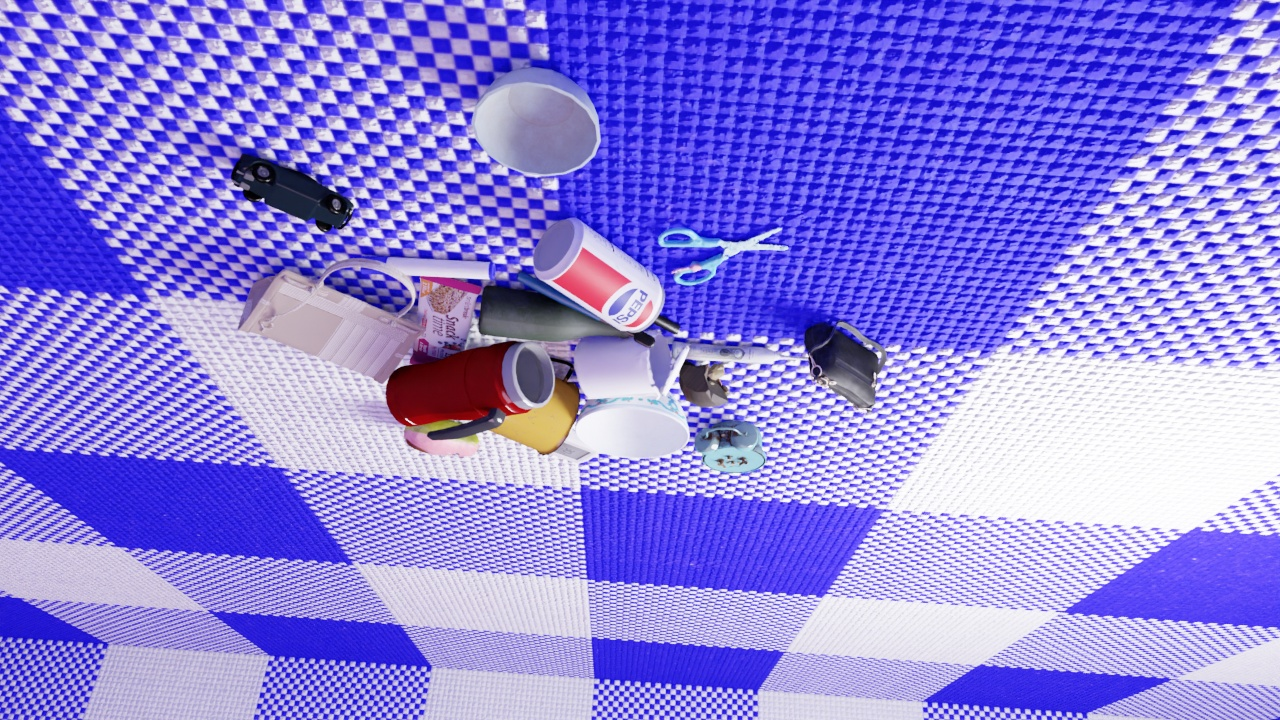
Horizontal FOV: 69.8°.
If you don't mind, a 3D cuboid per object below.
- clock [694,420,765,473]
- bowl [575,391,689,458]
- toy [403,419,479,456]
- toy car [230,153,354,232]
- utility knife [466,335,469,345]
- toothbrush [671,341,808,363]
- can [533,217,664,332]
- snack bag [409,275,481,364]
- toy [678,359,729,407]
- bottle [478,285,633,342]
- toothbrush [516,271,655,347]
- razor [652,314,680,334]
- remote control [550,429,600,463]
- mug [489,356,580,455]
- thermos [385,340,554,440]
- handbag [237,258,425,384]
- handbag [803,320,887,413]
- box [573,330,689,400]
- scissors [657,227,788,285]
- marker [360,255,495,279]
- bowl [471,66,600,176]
[{"bbox_3d":[0.125,0.116,1.270,0.090,0.053,0.124,-8,148,17],"label":"clock"},{"bbox_3d":[-0.008,0.062,1.173,0.144,0.074,0.144,3,150,2],"label":"bowl"},{"bbox_3d":[-0.281,0.109,1.307,0.110,0.051,0.090,11,164,-24],"label":"toy"},{"bbox_3d":[-0.331,-0.161,0.876,0.112,0.034,0.046,23,144,-27],"label":"toy car"},{"bbox_3d":[-0.245,0.024,1.195,0.030,0.019,0.224,8,151,-16],"label":"utility knife"},{"bbox_3d":[0.130,-0.006,1.093,0.185,0.022,0.024,5,168,2],"label":"toothbrush"},{"bbox_3d":[-0.041,-0.085,0.934,0.070,0.070,0.132,-22,141,37],"label":"can"},{"bbox_3d":[-0.232,-0.037,1.078,0.070,0.016,0.197,15,145,-9],"label":"snack bag"},{"bbox_3d":[0.083,0.030,1.127,0.062,0.076,0.100,-47,154,6],"label":"toy"},{"bbox_3d":[-0.091,-0.046,1.023,0.174,0.055,0.055,7,149,-8],"label":"bottle"},{"bbox_3d":[-0.059,-0.055,1.001,0.167,0.014,0.014,27,180,-6],"label":"toothbrush"},{"bbox_3d":[-0.012,-0.060,1.025,0.144,0.022,0.043,20,-172,-32],"label":"razor"},{"bbox_3d":[-0.125,0.113,1.323,0.138,0.025,0.060,24,144,-30],"label":"remote control"},{"bbox_3d":[-0.137,0.046,1.155,0.094,0.100,0.124,27,102,-30],"label":"mug"},{"bbox_3d":[-0.204,0.040,1.072,0.199,0.107,0.084,-10,144,31],"label":"thermos"},{"bbox_3d":[-0.319,-0.061,1.014,0.175,0.062,0.198,25,145,-31],"label":"handbag"},{"bbox_3d":[0.233,0.009,1.048,0.128,0.079,0.054,28,142,-35],"label":"handbag"},{"bbox_3d":[-0.003,0.009,1.066,0.143,0.089,0.080,-6,-175,24],"label":"box"},{"bbox_3d":[0.076,-0.119,0.925,0.141,0.015,0.111,-25,140,31],"label":"scissors"},{"bbox_3d":[-0.227,-0.099,0.982,0.141,0.020,0.020,3,150,2],"label":"marker"},{"bbox_3d":[-0.085,-0.205,0.766,0.106,0.039,0.106,3,150,2],"label":"bowl"}]
